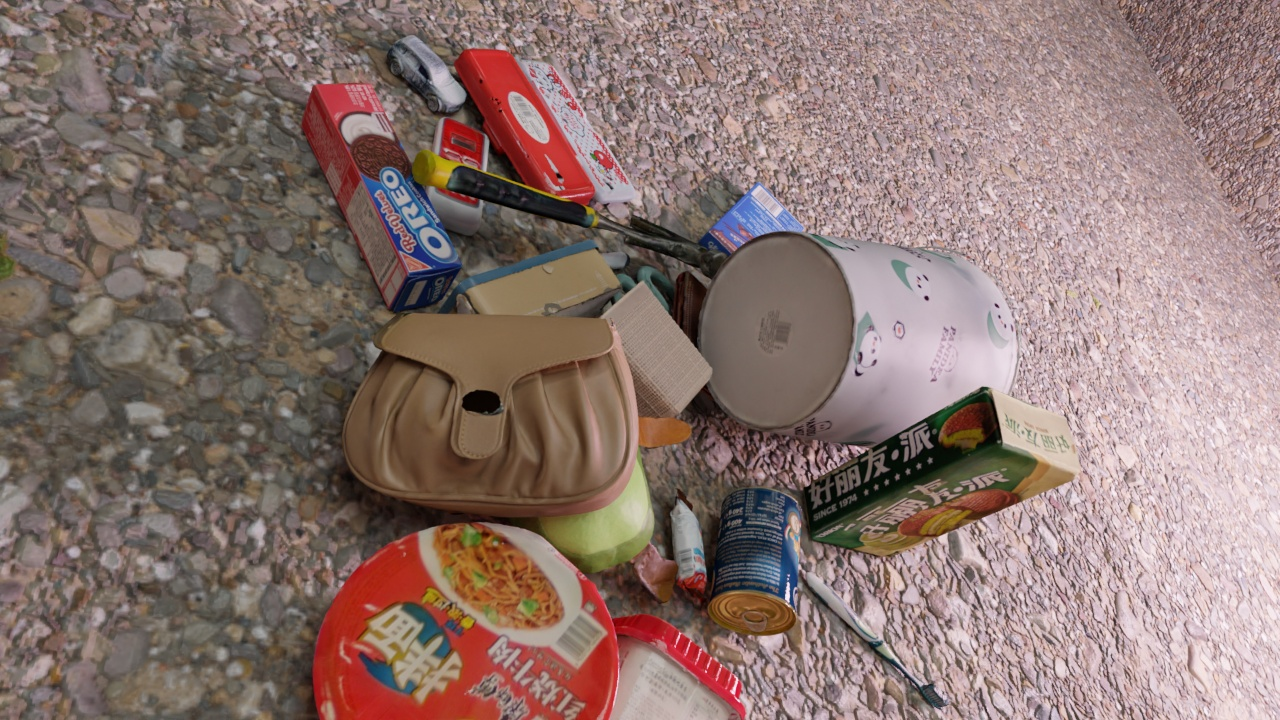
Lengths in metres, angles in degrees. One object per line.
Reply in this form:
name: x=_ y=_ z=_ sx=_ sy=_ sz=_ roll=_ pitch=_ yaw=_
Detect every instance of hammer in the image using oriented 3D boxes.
hammer: x=-0.065 y=-0.139 z=0.877 sx=0.322 sy=0.032 sz=0.126 roll=12 pitch=13 yaw=-38

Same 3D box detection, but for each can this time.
can: x=0.103 y=0.176 z=0.814 sx=0.075 sy=0.076 sz=0.110 roll=29 pitch=46 yaw=-18

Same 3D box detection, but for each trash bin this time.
trash bin: x=0.206 y=-0.018 z=0.906 sx=0.251 sy=0.230 sz=0.229 roll=5 pitch=57 yaw=-41

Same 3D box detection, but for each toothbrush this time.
toothbrush: x=0.229 y=0.270 z=0.886 sx=0.191 sy=0.018 sz=0.016 roll=44 pitch=44 yaw=-3

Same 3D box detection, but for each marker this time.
marker: x=-0.062 y=-0.097 z=0.924 sx=0.130 sy=0.023 sz=0.018 roll=-10 pitch=78 yaw=-44

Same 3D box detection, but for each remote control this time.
remote control: x=-0.178 y=-0.181 z=0.893 sx=0.055 sy=0.020 sz=0.135 roll=20 pitch=49 yaw=-27

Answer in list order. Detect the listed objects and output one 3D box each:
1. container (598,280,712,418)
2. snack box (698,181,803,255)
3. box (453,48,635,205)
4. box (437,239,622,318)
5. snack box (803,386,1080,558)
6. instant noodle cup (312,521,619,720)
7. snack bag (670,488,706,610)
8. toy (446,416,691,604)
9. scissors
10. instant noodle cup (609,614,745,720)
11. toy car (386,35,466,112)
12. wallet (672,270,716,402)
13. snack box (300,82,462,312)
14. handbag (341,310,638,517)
container: x=-0.005 y=0.005 z=0.846 sx=0.111 sy=0.090 sz=0.089 roll=49 pitch=43 yaw=-3
snack box: x=0.137 y=-0.152 z=1.113 sx=0.084 sy=0.026 sz=0.156 roll=45 pitch=43 yaw=-2
box: x=-0.098 y=-0.250 z=0.992 sx=0.157 sy=0.038 sz=0.201 roll=-21 pitch=75 yaw=-47
box: x=-0.095 y=-0.049 z=0.814 sx=0.059 sy=0.090 sz=0.183 roll=54 pitch=41 yaw=7
snack box: x=0.277 y=0.114 z=0.875 sx=0.114 sy=0.241 sz=0.063 roll=18 pitch=53 yaw=-28
instant noodle cup: x=-0.112 y=0.206 z=0.605 sx=0.193 sy=0.066 sz=0.193 roll=7 pitch=50 yaw=-9
snack bag: x=0.042 y=0.165 z=0.807 sx=0.045 sy=0.026 sz=0.105 roll=51 pitch=26 yaw=-48
toy: x=-0.053 y=0.090 z=0.738 sx=0.226 sy=0.090 sz=0.246 roll=-13 pitch=78 yaw=-34
scissors: x=0.022 y=-0.015 z=0.924 sx=0.139 sy=0.019 sz=0.180 roll=-7 pitch=71 yaw=-52
instant noodle cup: x=-0.007 y=0.260 z=0.645 sx=0.116 sy=0.117 sz=0.124 roll=42 pitch=54 yaw=-14
toy car: x=-0.216 y=-0.292 z=0.935 sx=0.090 sy=0.034 sz=0.042 roll=46 pitch=40 yaw=-4
wallet: x=0.071 y=-0.020 z=0.944 sx=0.101 sy=0.032 sz=0.124 roll=37 pitch=41 yaw=-33
snack box: x=-0.228 y=-0.144 z=0.801 sx=0.057 sy=0.058 sz=0.207 roll=-16 pitch=71 yaw=-40
handbag: x=-0.103 y=0.035 z=0.651 sx=0.204 sy=0.100 sz=0.147 roll=1 pitch=74 yaw=3
